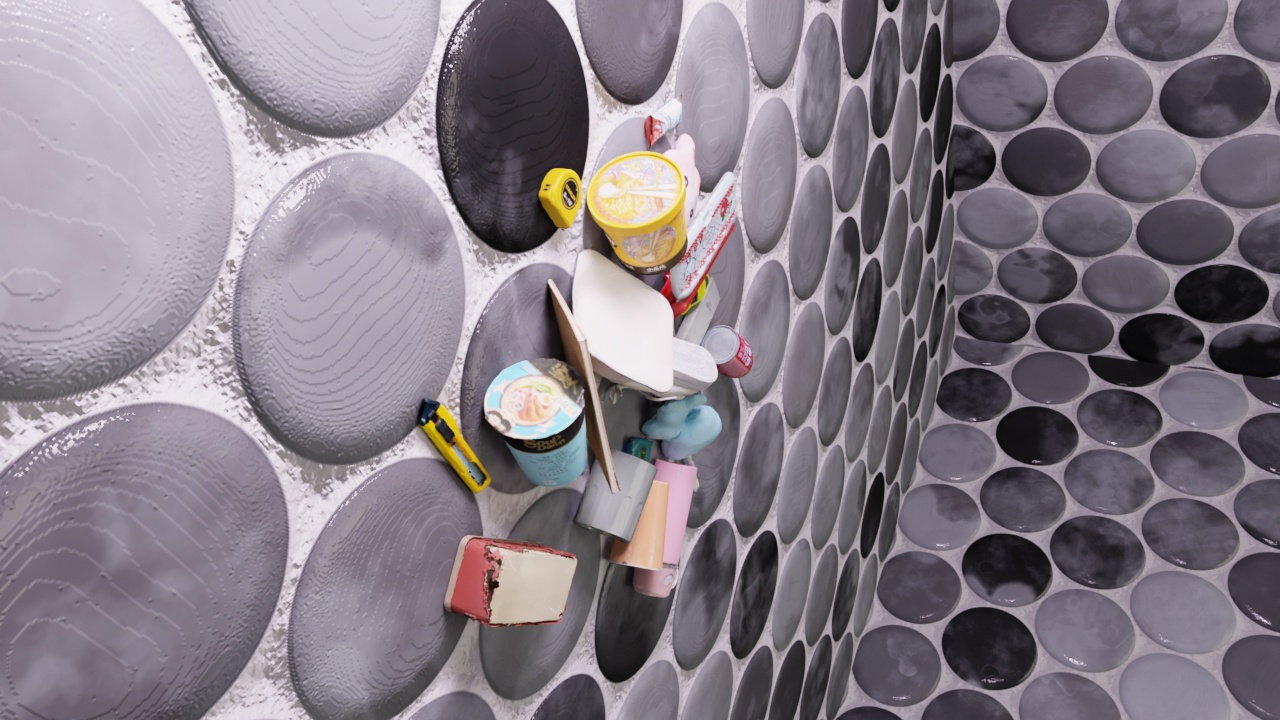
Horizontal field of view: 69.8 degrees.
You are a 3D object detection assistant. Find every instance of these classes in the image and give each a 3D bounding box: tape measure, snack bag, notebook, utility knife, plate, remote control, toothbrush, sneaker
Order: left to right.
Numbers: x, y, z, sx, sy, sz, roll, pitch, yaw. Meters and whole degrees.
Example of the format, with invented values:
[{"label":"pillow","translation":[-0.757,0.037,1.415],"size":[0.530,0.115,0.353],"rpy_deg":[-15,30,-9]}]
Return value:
[{"label":"utility knife","translation":[-0.188,0.089,0.942],"size":[0.033,0.015,0.154],"rpy_deg":[-60,147,-29]},{"label":"tape measure","translation":[-0.090,-0.185,1.024],"size":[0.057,0.029,0.060],"rpy_deg":[-67,150,-22]},{"label":"notebook","translation":[-0.066,0.029,1.054],"size":[0.012,0.149,0.212],"rpy_deg":[-17,124,-11]},{"label":"plate","translation":[-0.027,-0.042,1.116],"size":[0.163,0.034,0.164],"rpy_deg":[31,43,-32]},{"label":"sneaker","translation":[-0.007,0.007,1.211],"size":[0.241,0.091,0.089],"rpy_deg":[14,53,-45]},{"label":"tape measure","translation":[-0.004,0.135,1.302],"size":[0.058,0.025,0.054],"rpy_deg":[14,85,-62]},{"label":"snack bag","translation":[0.032,-0.319,1.220],"size":[0.103,0.026,0.048],"rpy_deg":[-45,148,-48]},{"label":"toothbrush","translation":[0.067,0.140,1.449],"size":[0.029,0.020,0.190],"rpy_deg":[-97,171,-48]},{"label":"remote control","translation":[0.088,-0.064,1.418],"size":[0.134,0.019,0.056],"rpy_deg":[-64,149,-28]}]

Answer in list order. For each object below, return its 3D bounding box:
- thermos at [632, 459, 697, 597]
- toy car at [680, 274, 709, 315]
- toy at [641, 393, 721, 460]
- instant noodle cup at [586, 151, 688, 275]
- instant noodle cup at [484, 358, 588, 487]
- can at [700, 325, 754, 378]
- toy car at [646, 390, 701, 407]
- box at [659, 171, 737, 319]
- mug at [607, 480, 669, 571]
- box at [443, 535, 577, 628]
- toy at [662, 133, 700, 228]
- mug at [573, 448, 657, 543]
[{"label":"thermos","translation":[0.041,0.252,1.377],"size":[0.087,0.067,0.198],"rpy_deg":[14,85,-48]},{"label":"toy car","translation":[0.074,-0.102,1.366],"size":[0.105,0.032,0.048],"rpy_deg":[-44,136,-47]},{"label":"toy","translation":[0.067,0.100,1.361],"size":[0.156,0.049,0.162],"rpy_deg":[3,139,-34]},{"label":"instant noodle cup","translation":[0.004,-0.174,1.126],"size":[0.114,0.118,0.118],"rpy_deg":[68,40,-58]},{"label":"instant noodle cup","translation":[-0.106,0.077,1.013],"size":[0.121,0.111,0.111],"rpy_deg":[81,32,-49]},{"label":"can","translation":[0.143,-0.012,1.491],"size":[0.093,0.067,0.066],"rpy_deg":[37,66,-60]},{"label":"toy car","translation":[0.048,0.044,1.363],"size":[0.120,0.037,0.054],"rpy_deg":[5,97,-53]},{"label":"box","translation":[0.080,-0.151,1.271],"size":[0.200,0.065,0.160],"rpy_deg":[-59,175,-35]},{"label":"mug","translation":[0.003,0.230,1.299],"size":[0.078,0.078,0.122],"rpy_deg":[31,66,-61]},{"label":"box","translation":[-0.134,0.249,1.033],"size":[0.168,0.078,0.091],"rpy_deg":[29,74,-62]},{"label":"toy","translation":[0.050,-0.241,1.257],"size":[0.121,0.054,0.159],"rpy_deg":[74,29,-43]},{"label":"mug","translation":[-0.025,0.183,1.214],"size":[0.124,0.084,0.103],"rpy_deg":[45,62,-57]}]
